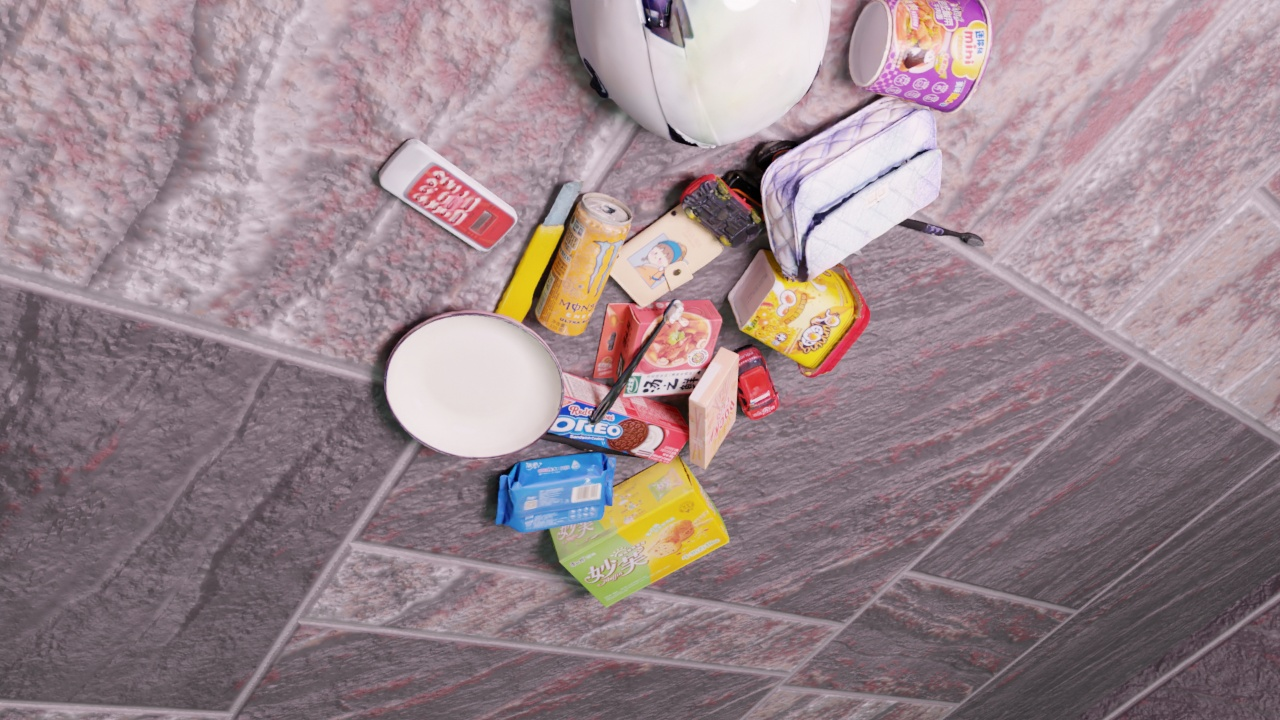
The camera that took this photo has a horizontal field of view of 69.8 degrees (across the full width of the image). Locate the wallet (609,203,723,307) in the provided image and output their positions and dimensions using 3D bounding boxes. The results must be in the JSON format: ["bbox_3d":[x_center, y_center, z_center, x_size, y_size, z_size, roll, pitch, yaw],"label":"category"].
[{"bbox_3d":[0.026,-0.113,0.996,0.115,0.024,0.087,-35,129,9],"label":"wallet"}]

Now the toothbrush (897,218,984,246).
[{"bbox_3d":[0.341,-0.156,1.093,0.188,0.016,0.014,8,127,-27],"label":"toothbrush"}]

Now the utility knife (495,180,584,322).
[{"bbox_3d":[-0.107,-0.104,0.949,0.033,0.015,0.207,11,128,-30],"label":"utility knife"}]

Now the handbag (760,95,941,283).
[{"bbox_3d":[0.222,-0.177,0.952,0.193,0.075,0.134,-33,137,-13],"label":"handbag"}]

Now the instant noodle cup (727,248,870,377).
[{"bbox_3d":[0.176,-0.061,1.051,0.123,0.116,0.116,21,121,-22],"label":"instant noodle cup"}]

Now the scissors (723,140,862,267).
[{"bbox_3d":[0.168,-0.156,1.022,0.162,0.021,0.234,-21,141,5],"label":"scissors"}]

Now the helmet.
[{"bbox_3d":[0.066,-0.280,0.770,0.229,0.145,0.259,-23,136,-1],"label":"helmet"}]

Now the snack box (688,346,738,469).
[{"bbox_3d":[0.089,0.061,1.123,0.084,0.026,0.157,-55,158,-27],"label":"snack box"}]

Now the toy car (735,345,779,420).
[{"bbox_3d":[0.144,0.034,1.163,0.053,0.045,0.120,-26,137,3],"label":"toy car"}]

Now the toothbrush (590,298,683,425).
[{"bbox_3d":[-0.006,0.006,1.025,0.015,0.018,0.181,19,117,-36],"label":"toothbrush"}]

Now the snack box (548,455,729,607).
[{"bbox_3d":[0.000,0.239,1.272,0.210,0.070,0.158,-29,135,4],"label":"snack box"}]

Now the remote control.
[{"bbox_3d":[-0.180,-0.154,0.871,0.056,0.020,0.136,-41,133,17],"label":"remote control"}]

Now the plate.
[{"bbox_3d":[-0.178,0.023,0.997,0.192,0.039,0.193,-2,124,-3],"label":"plate"}]

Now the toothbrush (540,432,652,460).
[{"bbox_3d":[-0.069,0.100,1.147,0.212,0.027,0.026,11,140,-30],"label":"toothbrush"}]

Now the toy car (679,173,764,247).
[{"bbox_3d":[0.086,-0.154,0.953,0.049,0.031,0.106,-36,137,25],"label":"toy car"}]

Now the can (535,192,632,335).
[{"bbox_3d":[-0.060,-0.097,0.947,0.058,0.058,0.146,7,127,-28],"label":"can"}]

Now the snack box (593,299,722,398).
[{"bbox_3d":[0.019,-0.012,1.067,0.127,0.044,0.113,-4,131,-20],"label":"snack box"}]

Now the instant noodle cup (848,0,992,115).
[{"bbox_3d":[0.260,-0.295,0.872,0.099,0.111,0.112,2,130,-15],"label":"instant noodle cup"}]

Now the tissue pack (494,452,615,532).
[{"bbox_3d":[-0.109,0.166,1.172,0.157,0.052,0.095,-7,131,-17],"label":"tissue pack"}]

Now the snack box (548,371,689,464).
[{"bbox_3d":[-0.037,0.068,1.109,0.207,0.058,0.057,20,118,-35],"label":"snack box"}]
